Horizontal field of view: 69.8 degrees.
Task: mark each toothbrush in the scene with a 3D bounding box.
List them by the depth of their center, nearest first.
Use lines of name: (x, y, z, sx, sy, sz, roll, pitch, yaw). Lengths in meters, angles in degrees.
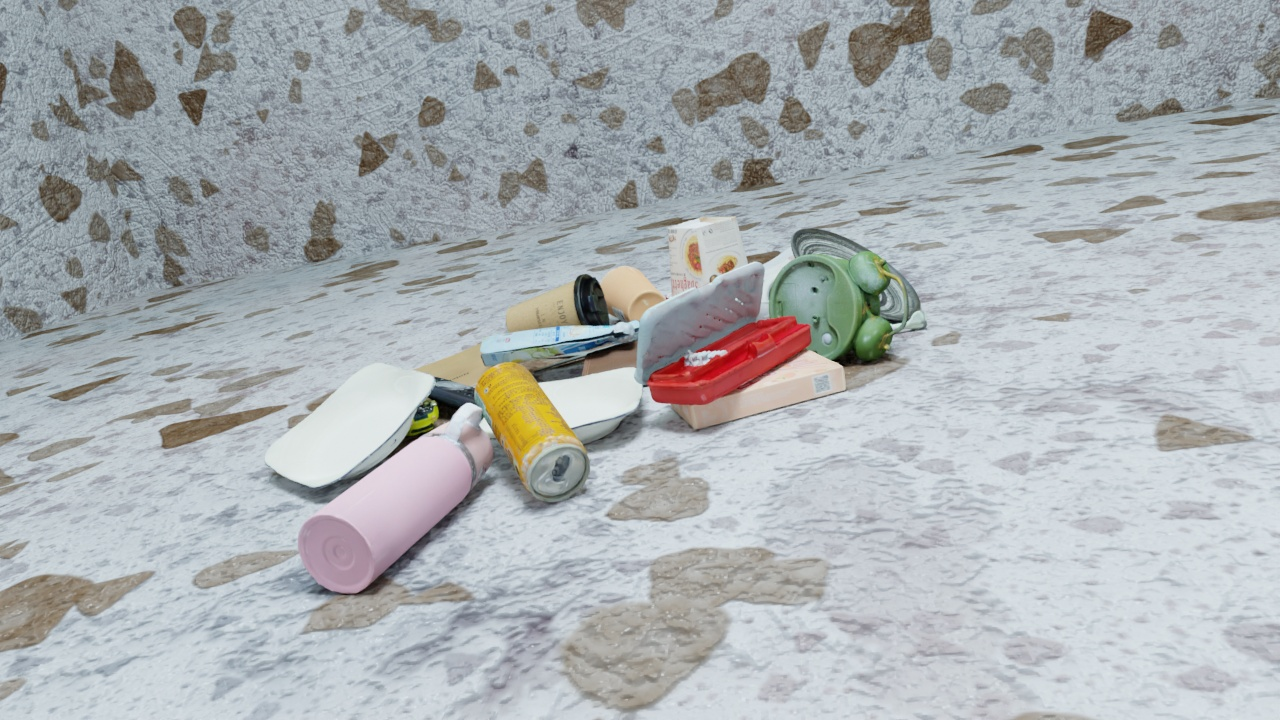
toothbrush: (0.229, -0.031, 1.046, 0.190, 0.029, 0.020, -10, 56, 10)

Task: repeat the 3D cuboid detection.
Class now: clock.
clock: (0.211, -0.057, 0.972, 0.056, 0.116, 0.161, -11, 9, -41)

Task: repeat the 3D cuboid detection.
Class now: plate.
plate: (-0.076, 0.054, 0.917, 0.164, 0.034, 0.164, -10, 15, 6)
plate: (-0.289, 0.071, 0.934, 0.164, 0.034, 0.163, 10, 48, 46)
plate: (0.256, -0.100, 1.114, 0.179, 0.024, 0.179, 20, 33, -14)

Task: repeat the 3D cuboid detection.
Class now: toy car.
toy car: (-0.249, 0.064, 1.011, 0.048, 0.032, 0.105, -17, 5, -19)

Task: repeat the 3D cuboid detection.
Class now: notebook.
notebook: (-0.245, 0.019, 1.177, 0.147, 0.008, 0.208, -22, 16, -10)

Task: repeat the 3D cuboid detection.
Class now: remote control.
remote control: (-0.202, 0.042, 1.039, 0.136, 0.024, 0.053, 15, 12, 31)

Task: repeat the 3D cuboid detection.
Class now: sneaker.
sneaker: (0.219, -0.102, 1.175, 0.241, 0.089, 0.091, -22, 21, -34)

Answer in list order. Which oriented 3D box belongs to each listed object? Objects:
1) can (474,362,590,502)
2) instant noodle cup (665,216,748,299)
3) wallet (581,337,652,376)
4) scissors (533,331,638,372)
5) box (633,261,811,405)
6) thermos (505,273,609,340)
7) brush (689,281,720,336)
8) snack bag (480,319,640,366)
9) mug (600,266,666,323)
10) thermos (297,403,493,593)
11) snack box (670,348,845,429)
can: (-0.096, 0.059, 0.795, 0.058, 0.058, 0.146, -17, 35, -20)
instant noodle cup: (0.098, -0.140, 1.329, 0.116, 0.124, 0.116, -21, 18, -32)
wallet: (-0.006, 0.006, 1.056, 0.124, 0.032, 0.101, -11, 18, 4)
scissors: (-0.051, -0.010, 1.182, 0.180, 0.014, 0.160, -22, 16, -28)
box: (0.079, -0.034, 0.901, 0.096, 0.101, 0.200, 0, 18, 42)
thermos: (-0.112, -0.064, 1.282, 0.143, 0.093, 0.092, -13, 14, 21)
brush: (0.080, -0.062, 1.176, 0.145, 0.063, 0.069, -26, 7, -40)
snack bag: (-0.093, -0.025, 1.109, 0.191, 0.039, 0.110, -8, -2, 1)
mug: (-0.008, -0.084, 1.306, 0.078, 0.078, 0.123, -14, 20, -12)
thermos: (-0.183, 0.100, 0.736, 0.067, 0.087, 0.198, 28, 26, 10)
snack box: (0.112, 0.026, 0.903, 0.157, 0.026, 0.084, -14, 15, -11)
